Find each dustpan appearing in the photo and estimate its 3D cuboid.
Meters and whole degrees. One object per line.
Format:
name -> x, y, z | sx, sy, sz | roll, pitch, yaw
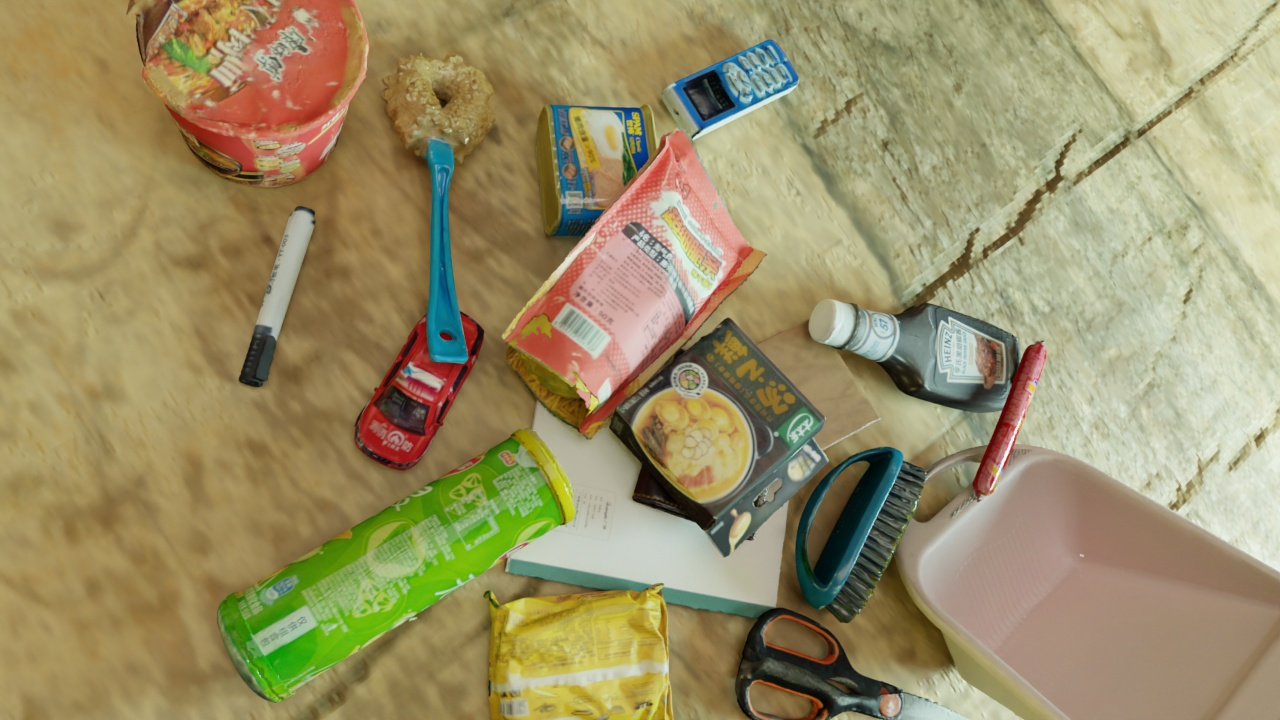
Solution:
dustpan -> 0.328, 0.168, 0.672 | 0.222, 0.274, 0.139 | -34, 114, -27

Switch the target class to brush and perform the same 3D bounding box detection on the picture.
brush -> 0.161, 0.125, 0.704 | 0.073, 0.055, 0.143 | 33, 68, 0
brush -> -0.140, -0.114, 0.649 | 0.083, 0.046, 0.254 | 5, 65, -27

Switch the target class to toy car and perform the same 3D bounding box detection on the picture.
toy car -> -0.150, 0.016, 0.630 | 0.053, 0.045, 0.120 | 28, 71, -9

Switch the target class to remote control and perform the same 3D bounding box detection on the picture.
remote control -> 0.078, -0.232, 0.786 | 0.124, 0.024, 0.049 | -31, 87, -25

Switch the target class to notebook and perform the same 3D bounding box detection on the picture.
notebook -> 0.014, 0.101, 0.681 | 0.209, 0.012, 0.150 | 14, 72, -15

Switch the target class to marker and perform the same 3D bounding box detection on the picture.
marker -> -0.245, -0.045, 0.625 | 0.018, 0.023, 0.130 | 37, 59, -55

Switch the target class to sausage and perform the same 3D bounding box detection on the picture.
sausage -> 0.302, 0.048, 0.747 | 0.020, 0.020, 0.155 | 32, 72, -9

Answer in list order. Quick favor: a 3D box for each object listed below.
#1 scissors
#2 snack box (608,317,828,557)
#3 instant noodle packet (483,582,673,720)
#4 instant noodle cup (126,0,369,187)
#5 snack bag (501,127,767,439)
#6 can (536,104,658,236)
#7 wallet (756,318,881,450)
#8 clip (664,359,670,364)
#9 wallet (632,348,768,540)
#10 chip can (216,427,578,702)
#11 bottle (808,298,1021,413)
scissors -> 0.180, 0.241, 0.693 | 0.234, 0.022, 0.125 | 3, 83, -18
snack box -> 0.061, 0.053, 0.651 | 0.113, 0.053, 0.125 | -39, 77, -20
instant noodle packet -> -0.043, 0.207, 0.616 | 0.128, 0.044, 0.110 | 1, 77, -17
instant noodle cup -> -0.253, -0.187, 0.611 | 0.137, 0.109, 0.137 | 5, 74, -18
snack bag -> -0.001, -0.053, 0.658 | 0.207, 0.073, 0.128 | -50, 121, -19
can -> -0.033, -0.146, 0.707 | 0.083, 0.057, 0.102 | -3, 77, -18
wallet -> 0.121, 0.027, 0.726 | 0.115, 0.020, 0.101 | -24, 75, -26
clip -> -0.004, 0.004, 0.696 | 0.057, 0.046, 0.014 | -16, 84, -18
wallet -> 0.056, 0.061, 0.681 | 0.096, 0.020, 0.122 | 19, 71, -3
chip can -> -0.150, 0.126, 0.579 | 0.220, 0.073, 0.072 | -29, 87, -21
bottle -> 0.228, -0.010, 0.757 | 0.194, 0.044, 0.079 | 15, 72, -22
